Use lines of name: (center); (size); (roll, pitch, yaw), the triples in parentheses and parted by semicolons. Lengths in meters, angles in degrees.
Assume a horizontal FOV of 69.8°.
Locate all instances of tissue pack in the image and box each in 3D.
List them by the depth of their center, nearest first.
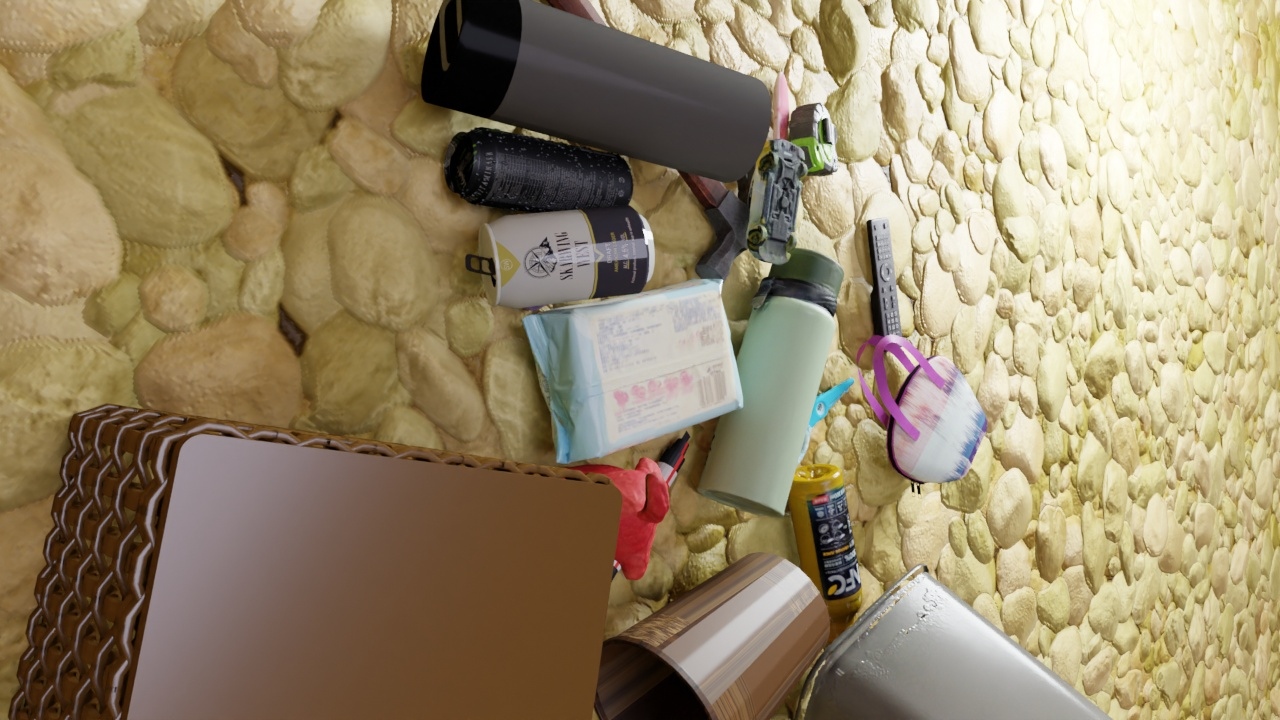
tissue pack: (-0.004, 0.004, 0.703); (0.181, 0.070, 0.112); (-15, 99, -36)

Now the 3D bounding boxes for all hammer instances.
hammer: (0.006, -0.204, 0.737); (0.300, 0.028, 0.110); (48, 63, -29)

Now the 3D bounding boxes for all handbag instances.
handbag: (0.277, 0.042, 0.937); (0.170, 0.068, 0.144); (46, 64, -28)

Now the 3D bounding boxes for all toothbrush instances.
toothbrush: (0.126, -0.201, 0.843); (0.021, 0.016, 0.135); (13, 82, -53)

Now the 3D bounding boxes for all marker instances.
marker: (0.004, 0.116, 0.741); (0.019, 0.019, 0.145); (48, 62, -29)

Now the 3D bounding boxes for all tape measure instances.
tape measure: (0.164, -0.206, 0.853); (0.058, 0.036, 0.065); (-16, 101, -58)

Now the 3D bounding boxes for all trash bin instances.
trash bin: (0.276, 0.337, 0.794); (0.197, 0.220, 0.198); (-28, 135, -35)

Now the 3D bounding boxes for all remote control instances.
remote control: (0.249, -0.078, 0.945); (0.032, 0.015, 0.136); (-14, 99, -39)

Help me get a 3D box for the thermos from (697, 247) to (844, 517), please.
thermos: (0.115, 0.014, 0.797); (0.082, 0.082, 0.231); (29, 72, -36)

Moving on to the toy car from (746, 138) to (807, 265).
toy car: (0.112, -0.135, 0.785); (0.048, 0.033, 0.105); (6, 92, -44)

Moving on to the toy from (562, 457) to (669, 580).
toy: (-0.032, 0.108, 0.647); (0.094, 0.133, 0.088); (12, 72, -30)

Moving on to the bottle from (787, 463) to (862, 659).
bottle: (0.177, 0.193, 0.861); (0.053, 0.053, 0.186); (-19, 102, -38)

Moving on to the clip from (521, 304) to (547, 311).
clip: (-0.066, -0.050, 0.689); (0.052, 0.041, 0.014); (-19, 103, -5)

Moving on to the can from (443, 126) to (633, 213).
can: (-0.069, -0.131, 0.658); (0.137, 0.054, 0.054); (1, 89, -40)

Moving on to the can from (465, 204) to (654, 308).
can: (-0.058, -0.072, 0.644); (0.127, 0.064, 0.064); (-8, 96, -19)

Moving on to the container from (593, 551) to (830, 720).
container: (0.063, 0.236, 0.727); (0.166, 0.132, 0.132); (-27, 107, -43)

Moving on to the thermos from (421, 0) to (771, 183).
thermos: (-0.027, -0.192, 0.650); (0.240, 0.082, 0.082); (8, 85, -30)

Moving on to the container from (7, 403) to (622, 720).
container: (-0.172, 0.164, 0.468); (0.219, 0.215, 0.251); (13, 81, -39)

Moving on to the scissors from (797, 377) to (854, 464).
scissors: (0.167, 0.050, 0.880); (0.134, 0.015, 0.066); (-32, 108, -32)
